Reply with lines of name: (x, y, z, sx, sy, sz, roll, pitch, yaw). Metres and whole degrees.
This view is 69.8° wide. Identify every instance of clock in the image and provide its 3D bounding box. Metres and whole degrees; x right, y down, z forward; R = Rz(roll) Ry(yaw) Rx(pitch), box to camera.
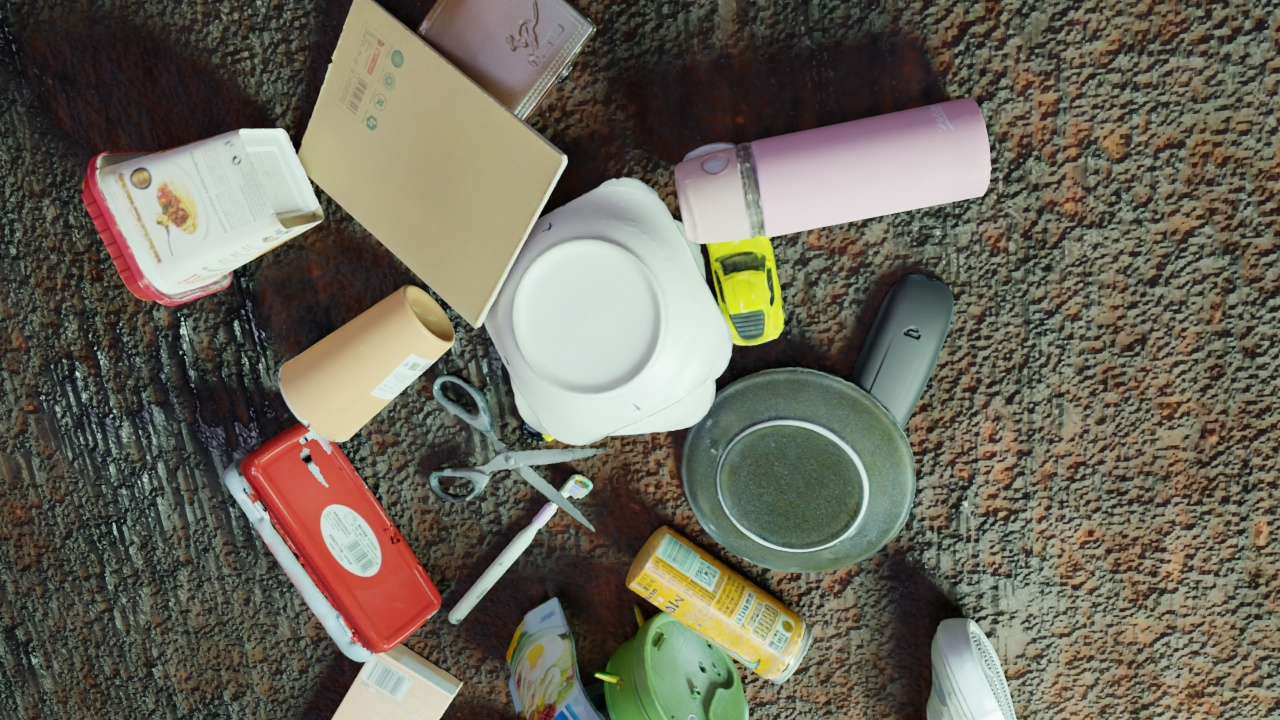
clock: (0.037, 0.277, 0.734, 0.056, 0.115, 0.161, -38, 93, 29)

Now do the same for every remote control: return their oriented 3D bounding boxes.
remote control: (0.186, 0.004, 0.670, 0.053, 0.024, 0.137, 20, 109, 5)

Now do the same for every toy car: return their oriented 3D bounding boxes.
toy car: (0.074, -0.063, 0.662, 0.048, 0.032, 0.105, -10, 94, 13)

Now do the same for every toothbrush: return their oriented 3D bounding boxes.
toothbrush: (-0.107, 0.163, 0.775, 0.190, 0.029, 0.020, -48, 52, 20)

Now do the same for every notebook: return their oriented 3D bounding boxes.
notebook: (-0.159, -0.143, 0.657, 0.207, 0.008, 0.148, 41, 119, 14)

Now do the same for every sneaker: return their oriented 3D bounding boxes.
sneaker: (0.254, 0.306, 0.721, 0.091, 0.089, 0.242, -17, 109, 19)

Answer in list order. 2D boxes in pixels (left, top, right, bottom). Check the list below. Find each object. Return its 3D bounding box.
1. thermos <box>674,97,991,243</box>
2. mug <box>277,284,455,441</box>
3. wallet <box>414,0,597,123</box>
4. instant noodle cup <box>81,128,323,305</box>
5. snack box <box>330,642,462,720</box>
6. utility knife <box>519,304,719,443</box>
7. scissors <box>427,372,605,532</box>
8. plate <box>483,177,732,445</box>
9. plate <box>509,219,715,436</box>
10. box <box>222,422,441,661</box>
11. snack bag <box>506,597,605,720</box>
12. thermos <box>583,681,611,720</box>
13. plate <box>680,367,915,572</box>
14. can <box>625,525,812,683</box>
thermos: (0.123, -0.130, 0.620, 0.199, 0.087, 0.067, -10, 137, 9)
mug: (-0.209, -0.001, 0.717, 0.123, 0.078, 0.078, -35, 98, 14)
wallet: (-0.104, -0.221, 0.653, 0.101, 0.032, 0.125, 40, 110, -6)
instant noodle cup: (-0.318, -0.115, 0.682, 0.124, 0.116, 0.116, -20, 102, 9)
snack box: (-0.237, 0.334, 0.846, 0.084, 0.026, 0.157, 33, 110, -1)
utility knife: (-0.004, 0.004, 0.710, 0.224, 0.015, 0.033, -32, 100, 16)
scissors: (-0.108, 0.081, 0.730, 0.181, 0.014, 0.160, 49, 121, 7)
plate: (-0.033, -0.031, 0.649, 0.164, 0.034, 0.163, -28, 90, 15)
plate: (-0.030, -0.021, 0.686, 0.164, 0.034, 0.163, -5, 97, 13)
box: (-0.270, 0.157, 0.785, 0.101, 0.095, 0.201, -21, 104, 55)
snack bag: (-0.060, 0.290, 0.722, 0.038, 0.191, 0.110, 19, 115, -35)
thermos: (-0.016, 0.357, 0.785, 0.093, 0.092, 0.143, -9, 113, 13)
plate: (0.116, 0.092, 0.697, 0.179, 0.024, 0.180, 6, 115, 14)
can: (0.062, 0.194, 0.732, 0.146, 0.058, 0.058, 34, 109, -1)
